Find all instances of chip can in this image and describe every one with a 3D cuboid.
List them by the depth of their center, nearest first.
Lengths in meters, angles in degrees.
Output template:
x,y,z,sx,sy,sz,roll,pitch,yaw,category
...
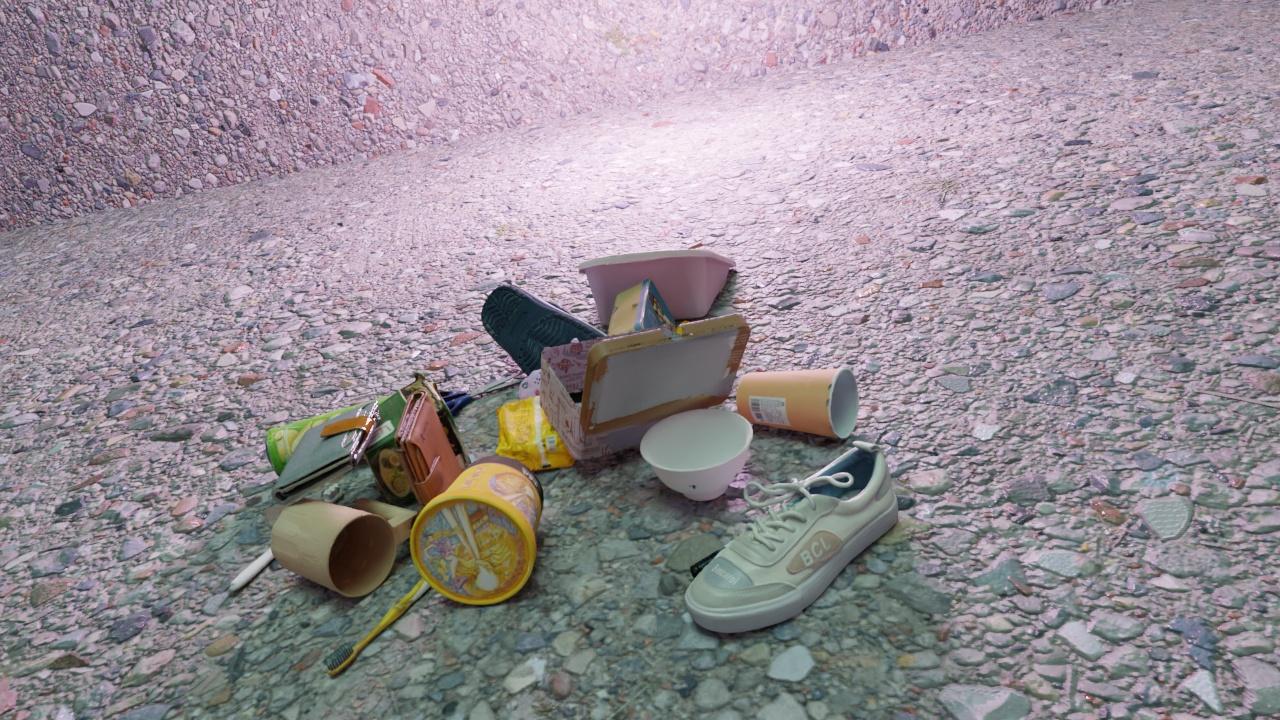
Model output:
x,y,z,sx,sy,sz,roll,pitch,yaw,category
-0.359,0.091,1.167,0.221,0.073,0.072,-16,27,-9,chip can

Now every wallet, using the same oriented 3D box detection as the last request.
x,y,z,sx,sy,sz,roll,pitch,yaw,category
-0.223,0.112,0.978,0.031,0.132,0.107,-14,27,6,wallet
-0.339,0.092,0.997,0.107,0.037,0.129,-27,23,9,wallet

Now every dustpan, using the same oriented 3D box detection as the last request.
x,y,z,sx,sy,sz,roll,pitch,yaw,category
0.024,-0.151,1.412,0.223,0.139,0.272,-7,27,12,dustpan

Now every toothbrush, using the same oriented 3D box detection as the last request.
x,y,z,sx,sy,sz,roll,pitch,yaw,category
-0.232,0.234,0.891,0.016,0.018,0.190,8,33,32,toothbrush
-0.397,0.196,1.036,0.016,0.016,0.179,0,29,26,toothbrush

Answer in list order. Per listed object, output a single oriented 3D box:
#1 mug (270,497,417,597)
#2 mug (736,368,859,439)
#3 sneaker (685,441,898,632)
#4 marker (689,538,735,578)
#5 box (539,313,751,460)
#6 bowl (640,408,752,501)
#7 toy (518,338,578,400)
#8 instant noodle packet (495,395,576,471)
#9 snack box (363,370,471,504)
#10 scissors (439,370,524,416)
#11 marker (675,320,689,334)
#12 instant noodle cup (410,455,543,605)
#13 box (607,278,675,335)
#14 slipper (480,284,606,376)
x,y,z,sx,sy,sz,roll,pitch,yaw,category
-0.305,0.182,0.957,0.104,0.084,0.124,7,24,36,mug
0.175,0.046,1.038,0.123,0.078,0.078,2,29,36,mug
0.139,0.150,0.822,0.241,0.091,0.089,-28,29,-27,sneaker
0.104,0.173,0.873,0.130,0.018,0.022,-25,38,-24,marker
-0.010,0.000,1.036,0.180,0.227,0.156,-12,52,-21,box
0.063,0.108,0.965,0.118,0.065,0.118,-9,26,4,bowl
-0.106,0.033,1.177,0.108,0.084,0.039,-31,-9,9,toy
-0.123,0.089,1.106,0.111,0.044,0.128,-10,29,0,instant noodle packet
-0.271,0.097,1.073,0.105,0.118,0.118,-27,31,-19,snack box
-0.230,0.050,1.262,0.171,0.012,0.140,-7,26,11,scissors
0.048,-0.020,1.283,0.018,0.015,0.123,-4,30,24,marker
-0.152,0.160,0.905,0.118,0.118,0.114,-7,19,9,instant noodle cup
0.003,-0.036,1.238,0.059,0.090,0.184,-26,25,15,box
-0.125,-0.024,1.282,0.253,0.105,0.095,31,5,36,slipper
